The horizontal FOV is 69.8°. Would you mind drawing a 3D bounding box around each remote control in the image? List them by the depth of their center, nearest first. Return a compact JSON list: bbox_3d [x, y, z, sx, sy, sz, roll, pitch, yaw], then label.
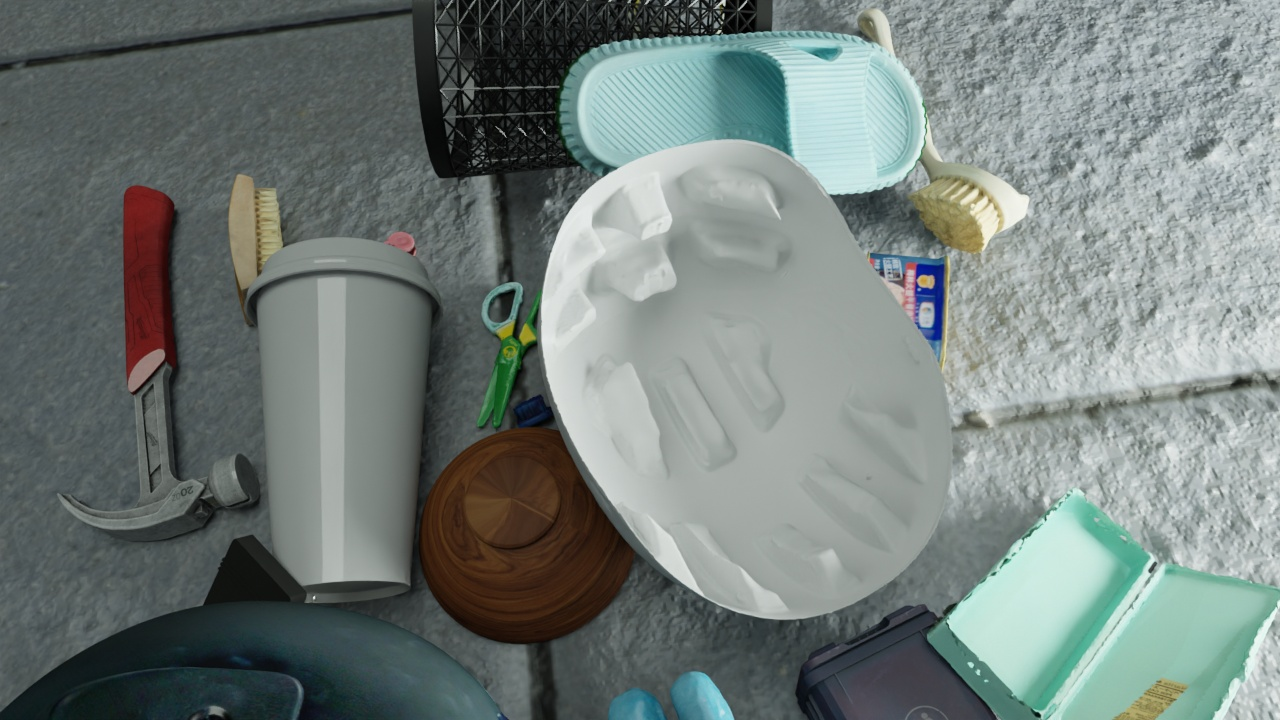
[{"bbox_3d":[-0.247,0.173,0.553,0.058,0.013,0.134,38,109,21],"label":"remote control"}]

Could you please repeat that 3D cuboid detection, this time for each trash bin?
[{"bbox_3d":[0.157,0.226,0.499,0.093,0.092,0.160,-23,58,-9],"label":"trash bin"},{"bbox_3d":[-0.034,-0.250,0.713,0.243,0.217,0.216,1,61,-3],"label":"trash bin"}]

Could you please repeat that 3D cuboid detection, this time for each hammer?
[{"bbox_3d":[-0.376,-0.012,0.700,0.126,0.036,0.315,-19,61,-4],"label":"hammer"}]

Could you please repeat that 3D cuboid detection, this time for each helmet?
[{"bbox_3d":[-0.160,0.238,0.426,0.316,0.250,0.235,9,42,7],"label":"helmet"},{"bbox_3d":[0.061,0.018,0.562,0.224,0.184,0.282,-31,66,-14],"label":"helmet"}]

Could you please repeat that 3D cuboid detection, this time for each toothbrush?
[{"bbox_3d":[-0.004,0.004,0.669,0.190,0.016,0.017,-24,107,-9],"label":"toothbrush"}]

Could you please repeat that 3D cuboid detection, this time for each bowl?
[{"bbox_3d":[-0.078,0.101,0.593,0.147,0.069,0.147,-2,61,3],"label":"bowl"}]

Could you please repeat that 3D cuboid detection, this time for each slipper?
[{"bbox_3d":[0.081,-0.166,0.621,0.276,0.069,0.116,-3,102,-15],"label":"slipper"}]

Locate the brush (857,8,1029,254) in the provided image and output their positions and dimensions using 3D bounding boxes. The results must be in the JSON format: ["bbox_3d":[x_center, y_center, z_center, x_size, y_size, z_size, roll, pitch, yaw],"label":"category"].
[{"bbox_3d":[0.228,-0.198,0.749,0.077,0.062,0.271,-11,57,-7],"label":"brush"}]

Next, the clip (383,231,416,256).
[{"bbox_3d":[-0.207,-0.083,0.725,0.060,0.044,0.023,-43,70,-3],"label":"clip"}]

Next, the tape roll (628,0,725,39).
[{"bbox_3d":[0.034,-0.307,0.815,0.094,0.019,0.094,0,89,0],"label":"tape roll"}]

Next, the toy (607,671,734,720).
[{"bbox_3d":[0.036,0.255,0.481,0.183,0.115,0.180,-20,79,10],"label":"toy"}]

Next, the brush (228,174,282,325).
[{"bbox_3d":[-0.304,-0.089,0.727,0.039,0.049,0.117,-6,60,-20],"label":"brush"}]

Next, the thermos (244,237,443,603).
[{"bbox_3d":[-0.196,0.042,0.611,0.131,0.132,0.221,-7,69,0],"label":"thermos"}]

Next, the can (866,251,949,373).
[{"bbox_3d":[0.185,-0.029,0.655,0.059,0.054,0.099,7,62,10],"label":"can"}]

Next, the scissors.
[{"bbox_3d":[-0.104,-0.006,0.686,0.071,0.014,0.130,15,63,12],"label":"scissors"}]

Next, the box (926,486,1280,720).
[{"bbox_3d":[0.260,0.146,0.509,0.186,0.057,0.138,-23,44,-40],"label":"box"}]
